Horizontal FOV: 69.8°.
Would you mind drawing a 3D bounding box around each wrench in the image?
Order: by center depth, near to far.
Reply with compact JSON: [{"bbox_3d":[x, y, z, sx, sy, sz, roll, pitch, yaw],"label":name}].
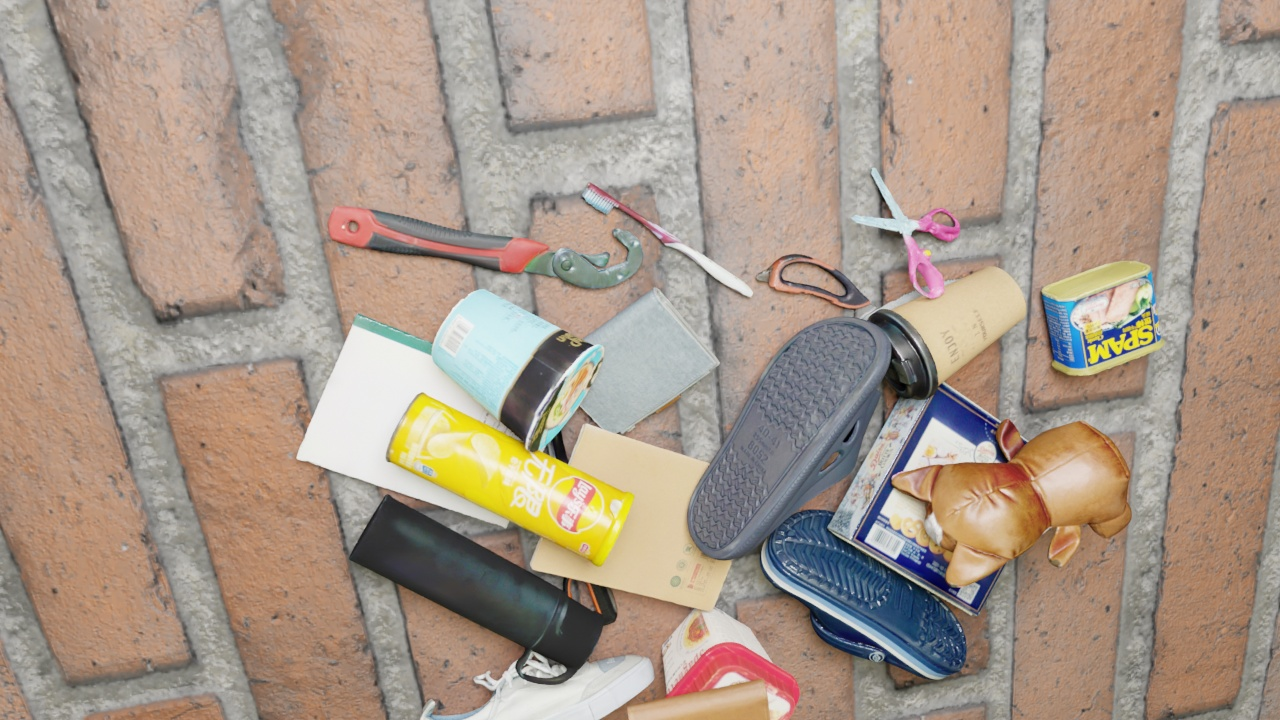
[{"bbox_3d":[-0.133,-0.101,0.808,0.273,0.016,0.056,5,108,-11],"label":"wrench"}]

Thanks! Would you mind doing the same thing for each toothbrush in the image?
[{"bbox_3d":[0.027,-0.105,0.833,0.187,0.016,0.017,31,109,-17],"label":"toothbrush"},{"bbox_3d":[-0.072,0.102,0.864,0.014,0.018,0.189,-15,108,-16],"label":"toothbrush"}]

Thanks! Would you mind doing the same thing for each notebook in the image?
[{"bbox_3d":[-0.192,0.062,0.857,0.209,0.012,0.150,23,103,-17],"label":"notebook"},{"bbox_3d":[0.011,0.158,0.895,0.207,0.008,0.148,20,94,-24],"label":"notebook"}]

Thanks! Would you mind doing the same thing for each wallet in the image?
[{"bbox_3d":[-0.005,0.005,0.851,0.130,0.037,0.106,-34,114,18],"label":"wallet"},{"bbox_3d":[0.058,0.356,0.859,0.132,0.031,0.108,-10,109,-4],"label":"wallet"}]

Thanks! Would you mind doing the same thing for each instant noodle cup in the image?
[{"bbox_3d":[-0.110,0.001,0.793,0.120,0.111,0.111,33,102,10],"label":"instant noodle cup"},{"bbox_3d":[0.081,0.321,0.932,0.116,0.124,0.116,35,101,-18],"label":"instant noodle cup"}]

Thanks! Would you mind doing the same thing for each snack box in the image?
[{"bbox_3d":[0.307,0.136,0.922,0.178,0.046,0.182,32,85,-18],"label":"snack box"}]

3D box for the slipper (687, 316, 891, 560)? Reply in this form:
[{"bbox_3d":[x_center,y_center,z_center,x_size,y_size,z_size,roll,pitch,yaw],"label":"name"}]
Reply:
[{"bbox_3d":[0.146,0.077,0.864,0.083,0.110,0.268,21,109,-40],"label":"slipper"}]

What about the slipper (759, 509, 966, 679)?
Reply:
[{"bbox_3d":[0.223,0.247,0.950,0.253,0.104,0.095,34,129,-11],"label":"slipper"}]

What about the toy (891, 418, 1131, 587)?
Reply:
[{"bbox_3d":[0.348,0.131,0.859,0.199,0.140,0.131,-18,143,-14],"label":"toy"}]

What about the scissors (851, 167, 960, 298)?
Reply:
[{"bbox_3d":[0.249,-0.121,0.839,0.134,0.017,0.133,-22,82,-31],"label":"scissors"}]

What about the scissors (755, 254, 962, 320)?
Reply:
[{"bbox_3d":[0.209,-0.039,0.885,0.223,0.015,0.189,-32,111,2],"label":"scissors"}]

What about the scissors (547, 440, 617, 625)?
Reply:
[{"bbox_3d":[-0.045,0.170,0.912,0.232,0.021,0.221,-1,109,-11],"label":"scissors"}]

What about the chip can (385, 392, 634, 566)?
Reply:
[{"bbox_3d":[-0.114,0.105,0.813,0.213,0.072,0.072,26,104,0],"label":"chip can"}]

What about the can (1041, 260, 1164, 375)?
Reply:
[{"bbox_3d":[0.452,-0.043,0.900,0.102,0.057,0.083,-20,109,-2],"label":"can"}]

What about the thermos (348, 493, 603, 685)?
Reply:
[{"bbox_3d":[-0.157,0.224,0.870,0.242,0.069,0.089,32,69,-11],"label":"thermos"}]

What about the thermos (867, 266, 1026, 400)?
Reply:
[{"bbox_3d":[0.281,-0.028,0.851,0.143,0.093,0.093,-29,111,-11],"label":"thermos"}]

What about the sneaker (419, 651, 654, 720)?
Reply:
[{"bbox_3d":[-0.108,0.340,0.937,0.242,0.090,0.090,-21,82,-12],"label":"sneaker"}]
